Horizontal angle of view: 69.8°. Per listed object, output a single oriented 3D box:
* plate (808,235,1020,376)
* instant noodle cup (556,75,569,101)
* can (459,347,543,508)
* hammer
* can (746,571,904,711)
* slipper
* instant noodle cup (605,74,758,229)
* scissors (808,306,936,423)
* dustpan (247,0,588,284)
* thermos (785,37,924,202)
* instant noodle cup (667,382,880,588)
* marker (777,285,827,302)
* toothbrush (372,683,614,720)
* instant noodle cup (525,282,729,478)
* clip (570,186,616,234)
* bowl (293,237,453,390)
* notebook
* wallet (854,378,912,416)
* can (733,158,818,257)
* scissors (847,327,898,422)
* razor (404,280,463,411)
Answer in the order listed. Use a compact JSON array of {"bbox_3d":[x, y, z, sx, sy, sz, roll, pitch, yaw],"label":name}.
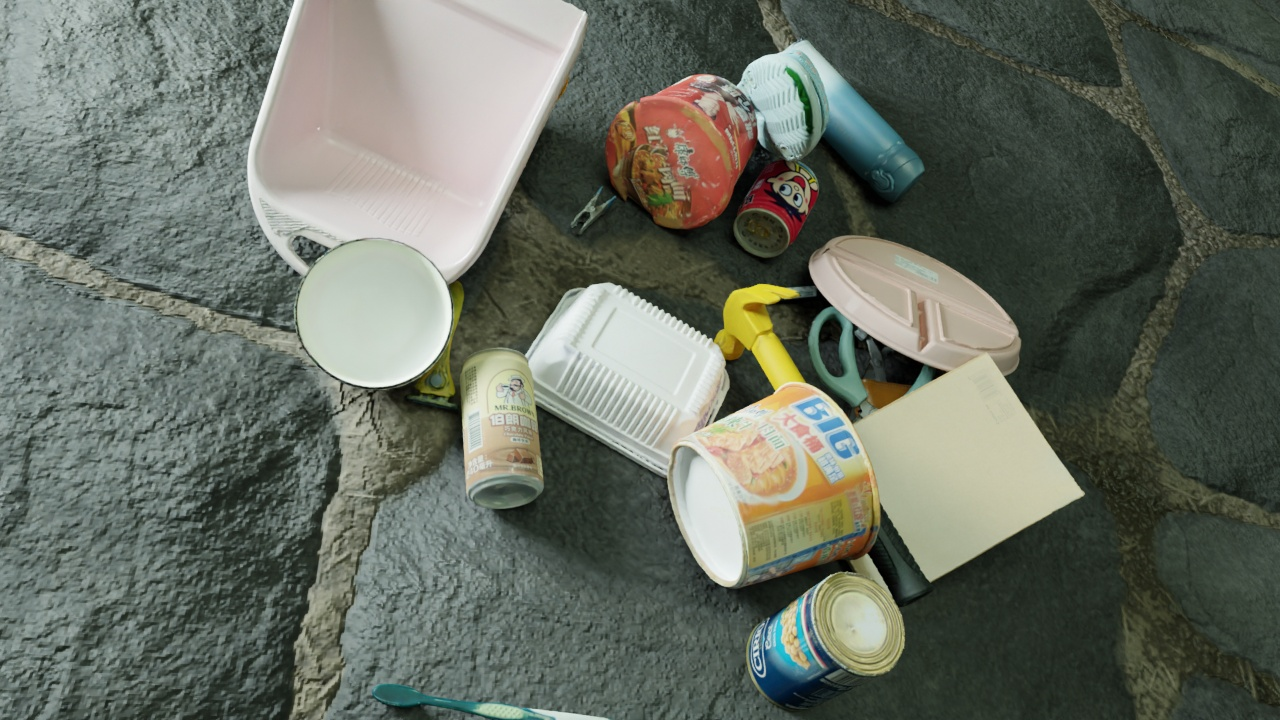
[{"bbox_3d":[0.279,-0.062,0.922,0.229,0.028,0.229,16,31,-10],"label":"plate"},{"bbox_3d":[-0.147,-0.248,0.860,0.138,0.138,0.109,21,62,-8],"label":"instant noodle cup"},{"bbox_3d":[-0.110,0.053,0.717,0.058,0.059,0.116,3,57,-21],"label":"can"},{"bbox_3d":[0.149,0.061,0.764,0.032,0.129,0.300,-18,64,-20],"label":"hammer"},{"bbox_3d":[0.136,0.210,0.682,0.075,0.111,0.075,11,55,-16],"label":"can"},{"bbox_3d":[0.153,-0.266,0.947,0.074,0.245,0.104,-27,102,5],"label":"slipper"},{"bbox_3d":[0.050,-0.218,0.920,0.138,0.138,0.108,36,46,3],"label":"instant noodle cup"},{"bbox_3d":[0.215,0.014,0.856,0.170,0.019,0.181,-37,78,-25],"label":"scissors"},{"bbox_3d":[-0.192,-0.189,0.736,0.222,0.274,0.138,22,35,-4],"label":"dustpan"},{"bbox_3d":[0.242,-0.279,1.076,0.070,0.070,0.220,-28,72,-34],"label":"thermos"},{"bbox_3d":[0.096,0.104,0.721,0.111,0.152,0.151,-17,66,-22],"label":"instant noodle cup"},{"bbox_3d":[0.183,-0.069,0.947,0.124,0.015,0.018,-5,60,-22],"label":"marker"},{"bbox_3d":[-0.089,0.244,0.630,0.191,0.018,0.016,16,54,-15],"label":"toothbrush"},{"bbox_3d":[-0.005,0.005,0.793,0.173,0.061,0.137,31,52,-3],"label":"instant noodle cup"},{"bbox_3d":[-0.049,-0.145,0.895,0.041,0.026,0.058,39,56,-4],"label":"clip"},{"bbox_3d":[-0.205,-0.033,0.718,0.116,0.066,0.116,1,85,-10],"label":"bowl"},{"bbox_3d":[0.257,0.102,0.802,0.211,0.012,0.149,-27,76,-8],"label":"notebook"},{"bbox_3d":[0.260,0.085,0.863,0.119,0.035,0.130,4,63,-14],"label":"wallet"},{"bbox_3d":[0.140,-0.158,0.953,0.066,0.067,0.093,32,52,0],"label":"can"},{"bbox_3d":[0.237,-0.003,0.917,0.175,0.014,0.159,-25,76,-30],"label":"scissors"},{"bbox_3d":[-0.163,-0.019,0.765,0.043,0.028,0.132,11,53,-11],"label":"razor"}]
